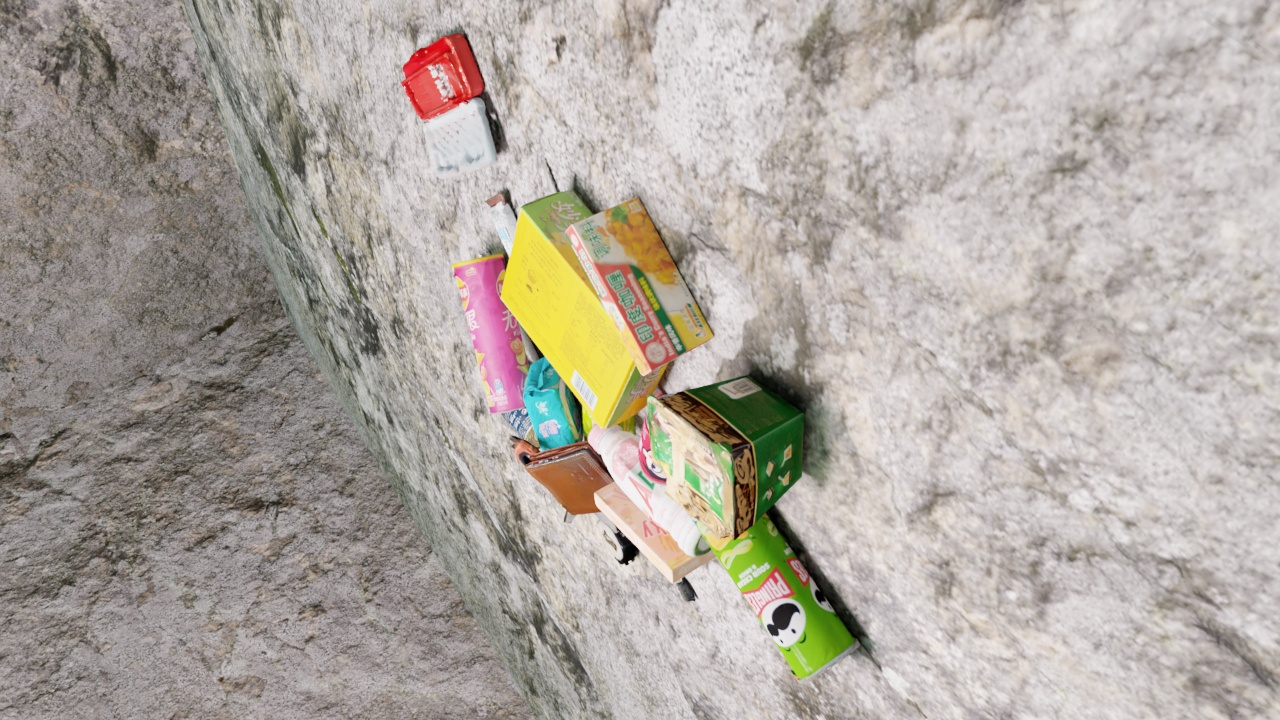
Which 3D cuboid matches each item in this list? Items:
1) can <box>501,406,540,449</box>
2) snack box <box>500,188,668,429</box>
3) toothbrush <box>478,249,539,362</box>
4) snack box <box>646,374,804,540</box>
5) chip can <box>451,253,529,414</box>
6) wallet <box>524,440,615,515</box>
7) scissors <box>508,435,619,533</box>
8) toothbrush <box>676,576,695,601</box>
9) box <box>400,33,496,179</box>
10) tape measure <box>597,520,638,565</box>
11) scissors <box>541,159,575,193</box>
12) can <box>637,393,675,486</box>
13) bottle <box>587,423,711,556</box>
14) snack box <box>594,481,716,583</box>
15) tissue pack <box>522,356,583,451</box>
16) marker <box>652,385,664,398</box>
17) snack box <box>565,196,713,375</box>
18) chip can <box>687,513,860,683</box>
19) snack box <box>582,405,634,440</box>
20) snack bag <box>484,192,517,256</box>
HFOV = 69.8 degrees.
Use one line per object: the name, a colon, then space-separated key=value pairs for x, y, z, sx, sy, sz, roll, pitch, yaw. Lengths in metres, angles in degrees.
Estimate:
can: x=-0.165 y=0.066 z=1.338 sx=0.111 sy=0.075 sz=0.075 roll=47 pitch=152 yaw=29
snack box: x=-0.057 y=-0.054 z=0.981 sx=0.210 sy=0.069 sz=0.158 roll=51 pitch=146 yaw=19
toothbrush: x=-0.185 y=-0.073 z=1.304 sx=0.180 sy=0.016 sz=0.016 roll=65 pitch=158 yaw=-7
snack box: x=0.083 y=0.077 z=0.828 sx=0.118 sy=0.105 sz=0.118 roll=36 pitch=143 yaw=42
chip can: x=-0.197 y=-0.036 z=1.254 sx=0.071 sy=0.071 sz=0.210 roll=-2 pitch=103 yaw=63
wallet: x=-0.072 y=0.154 z=1.167 sx=0.101 sy=0.032 sz=0.124 roll=-16 pitch=129 yaw=32
scissors: x=-0.081 y=0.161 z=1.215 sx=0.189 sy=0.015 sz=0.225 roll=-22 pitch=124 yaw=39
toothbrush: x=0.019 y=0.243 z=1.236 sx=0.189 sy=0.016 sz=0.014 roll=57 pitch=156 yaw=16
box: x=-0.236 y=-0.308 z=1.135 sx=0.201 sy=0.039 sz=0.158 roll=10 pitch=125 yaw=60
tape measure: x=-0.032 y=0.254 z=1.323 sx=0.066 sy=0.033 sz=0.066 roll=46 pitch=150 yaw=31
scissors: x=-0.082 y=-0.140 z=1.040 sx=0.162 sy=0.012 sz=0.175 roll=61 pitch=155 yaw=4
can: x=0.033 y=0.087 z=0.982 sx=0.066 sy=0.066 sz=0.094 roll=51 pitch=153 yaw=24
bottle: x=0.016 y=0.138 z=1.053 sx=0.197 sy=0.068 sz=0.068 roll=41 pitch=148 yaw=32
snack box: x=0.023 y=0.189 z=1.087 sx=0.157 sy=0.084 sz=0.026 roll=38 pitch=143 yaw=42
tissue pack: x=-0.116 y=0.065 z=1.231 sx=0.093 sy=0.050 sz=0.133 roll=-88 pitch=-16 yaw=-61
marker: x=-0.006 y=0.006 z=1.035 sx=0.145 sy=0.017 sz=0.017 roll=53 pitch=154 yaw=19
snack box: x=-0.001 y=-0.071 z=0.871 sx=0.156 sy=0.076 sz=0.027 roll=61 pitch=156 yaw=1
chip can: x=0.121 y=0.205 z=0.927 sx=0.236 sy=0.072 sz=0.072 roll=55 pitch=155 yaw=16
snack box: x=-0.041 y=0.079 z=1.168 sx=0.086 sy=0.026 sz=0.157 roll=44 pitch=150 yaw=32
snack bag: x=-0.164 y=-0.160 z=1.160 sx=0.048 sy=0.026 sz=0.104 roll=-9 pitch=107 yaw=58
